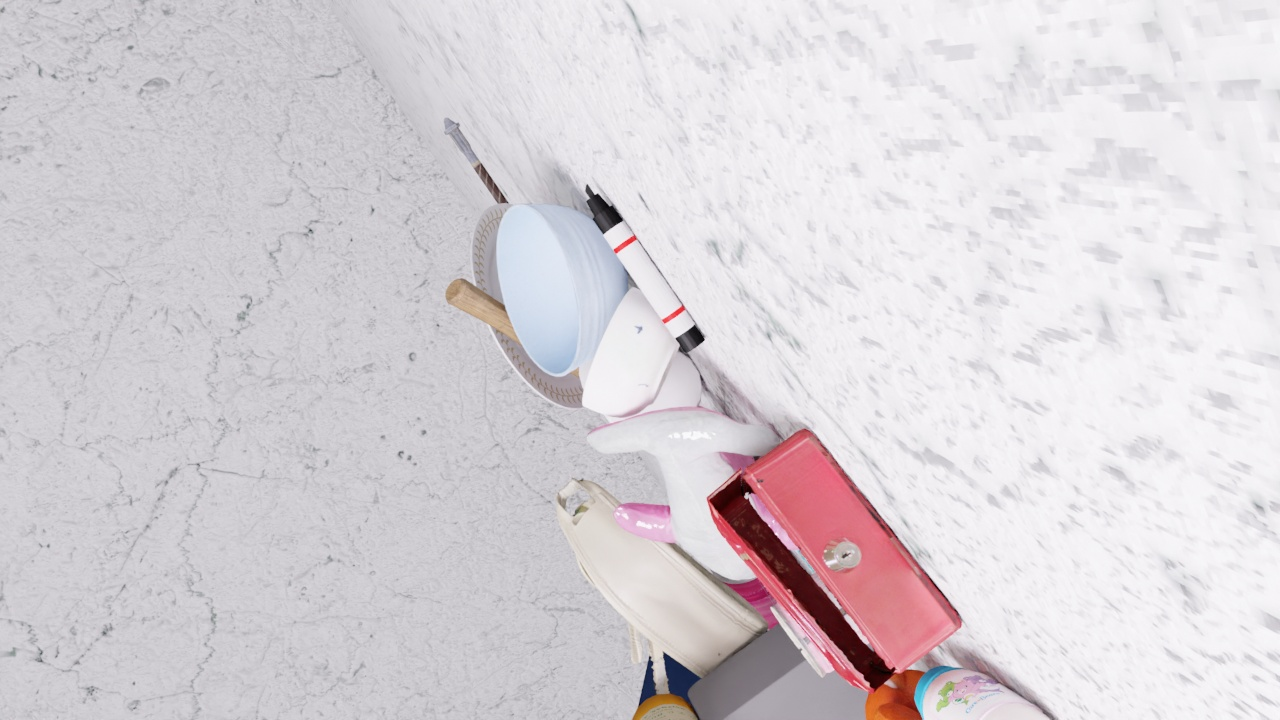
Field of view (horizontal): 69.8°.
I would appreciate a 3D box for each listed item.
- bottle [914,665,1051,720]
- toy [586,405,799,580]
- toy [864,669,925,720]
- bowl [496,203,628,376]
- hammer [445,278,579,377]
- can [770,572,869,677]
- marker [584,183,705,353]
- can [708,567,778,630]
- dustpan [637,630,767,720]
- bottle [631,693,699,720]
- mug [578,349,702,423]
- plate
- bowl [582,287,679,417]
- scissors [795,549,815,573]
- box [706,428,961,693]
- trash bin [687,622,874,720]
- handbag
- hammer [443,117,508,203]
[{"bbox_3d":[0.200,0.215,0.553,0.051,0.051,0.146,55,174,-1],"label":"bottle"},{"bbox_3d":[0.066,0.099,0.793,0.266,0.187,0.127,60,-146,-50],"label":"toy"},{"bbox_3d":[0.219,0.295,0.661,0.164,0.093,0.172,52,179,-29],"label":"toy"},{"bbox_3d":[-0.059,-0.068,0.797,0.150,0.074,0.151,37,136,46],"label":"bowl"},{"bbox_3d":[-0.067,0.001,0.931,0.305,0.040,0.132,32,173,-34],"label":"hammer"},{"bbox_3d":[0.152,0.198,0.719,0.067,0.076,0.067,54,175,7],"label":"can"},{"bbox_3d":[0.000,-0.070,0.689,0.145,0.019,0.019,55,174,-5],"label":"marker"},{"bbox_3d":[0.127,0.231,1.053,0.166,0.088,0.088,58,173,-33],"label":"can"},{"bbox_3d":[0.132,0.356,1.126,0.236,0.272,0.080,12,165,4],"label":"dustpan"},{"bbox_3d":[0.031,0.353,0.816,0.068,0.068,0.157,55,174,-1],"label":"bottle"},{"bbox_3d":[-0.005,0.005,0.849,0.090,0.091,0.121,-136,29,-63],"label":"mug"},{"bbox_3d":[-0.111,-0.059,1.015,0.242,0.016,0.242,44,-146,-41],"label":"plate"},{"bbox_3d":[-0.002,-0.002,0.741,0.054,0.104,0.105,22,169,7],"label":"bowl"},{"bbox_3d":[0.149,0.176,0.949,0.174,0.017,0.076,52,171,-11],"label":"scissors"},{"bbox_3d":[0.117,0.138,0.609,0.158,0.086,0.129,52,173,17],"label":"box"},{"bbox_3d":[0.184,0.367,0.880,0.220,0.191,0.097,57,174,-9],"label":"trash bin"},{"bbox_3d":[0.005,0.237,0.937,0.184,0.132,0.229,42,176,40],"label":"handbag"},{"bbox_3d":[-0.145,-0.159,1.133,0.322,0.044,0.098,56,-172,-13],"label":"hammer"}]
